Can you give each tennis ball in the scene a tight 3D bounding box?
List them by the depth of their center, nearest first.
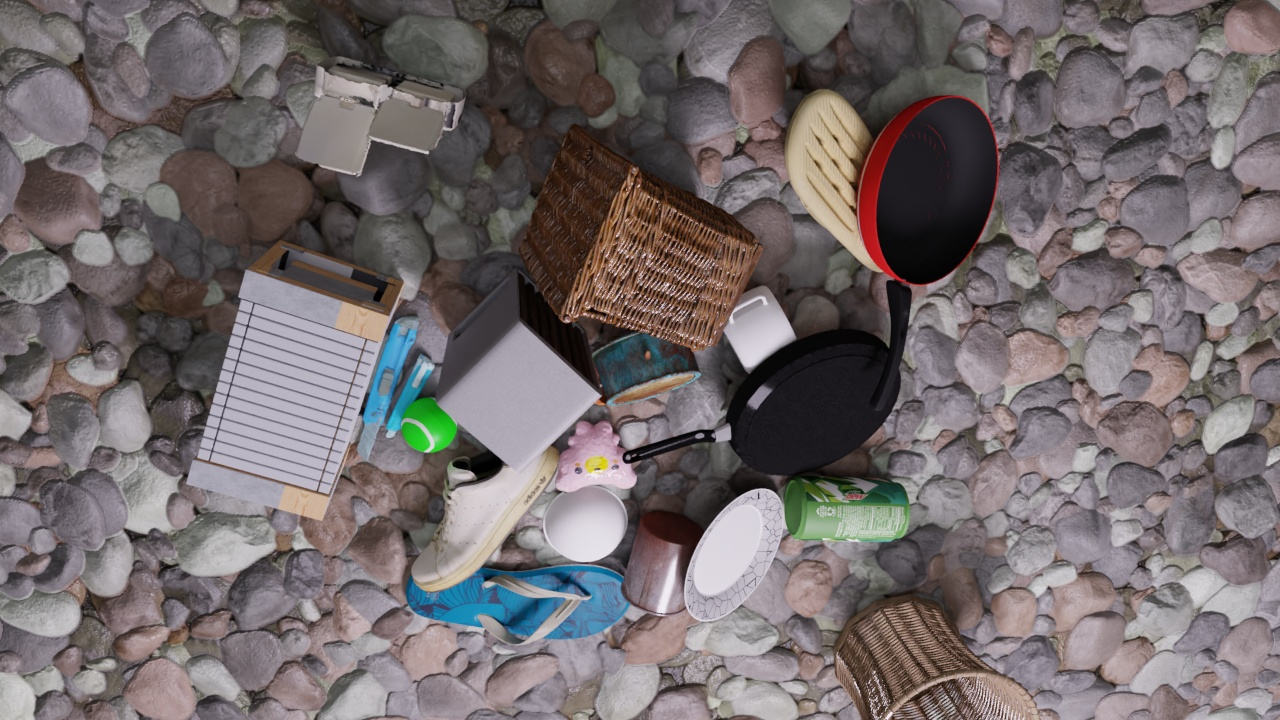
[{"bbox_3d":[-0.251,0.076,1.090,0.065,0.065,0.065,-2,110,-7],"label":"tennis ball"}]

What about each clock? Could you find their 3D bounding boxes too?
[{"bbox_3d":[-0.007,0.007,1.072,0.121,0.158,0.073,-8,75,-42],"label":"clock"}]

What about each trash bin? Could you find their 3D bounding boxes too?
[{"bbox_3d":[-0.132,0.001,0.992,0.114,0.228,0.114,-44,109,8],"label":"trash bin"},{"bbox_3d":[-0.374,0.019,1.011,0.142,0.142,0.247,19,106,-14],"label":"trash bin"}]

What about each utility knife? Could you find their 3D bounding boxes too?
[{"bbox_3d":[-0.305,0.033,1.095,0.031,0.015,0.196,19,107,-9],"label":"utility knife"},{"bbox_3d":[-0.281,0.046,1.103,0.022,0.015,0.118,30,106,-10],"label":"utility knife"}]

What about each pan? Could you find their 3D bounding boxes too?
[{"bbox_3d":[0.304,-0.120,1.042,0.208,0.067,0.356,9,101,-39],"label":"pan"},{"bbox_3d":[0.151,0.076,1.108,0.356,0.034,0.226,-16,135,-9],"label":"pan"}]

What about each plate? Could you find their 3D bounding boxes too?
[{"bbox_3d":[0.117,0.248,1.182,0.188,0.016,0.189,-24,127,-37],"label":"plate"}]

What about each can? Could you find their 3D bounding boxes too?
[{"bbox_3d":[0.267,0.193,1.192,0.144,0.083,0.083,3,109,-9],"label":"can"}]

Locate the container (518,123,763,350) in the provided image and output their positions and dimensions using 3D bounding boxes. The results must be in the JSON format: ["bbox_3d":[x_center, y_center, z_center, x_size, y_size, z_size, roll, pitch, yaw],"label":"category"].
[{"bbox_3d":[-0.002,-0.124,0.969,0.183,0.250,0.162,19,106,-24],"label":"container"}]

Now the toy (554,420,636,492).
[{"bbox_3d":[-0.055,0.120,1.141,0.102,0.050,0.093,0,104,-11],"label":"toy"}]

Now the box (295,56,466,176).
[{"bbox_3d":[-0.258,-0.250,0.918,0.145,0.185,0.066,14,132,-7],"label":"box"}]

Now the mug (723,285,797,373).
[{"bbox_3d":[0.135,-0.040,1.079,0.068,0.094,0.115,-28,148,4],"label":"mug"}]

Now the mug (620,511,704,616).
[{"bbox_3d":[0.042,0.260,1.191,0.122,0.096,0.110,0,117,-41],"label":"mug"}]

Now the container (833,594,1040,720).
[{"bbox_3d":[0.382,0.453,1.240,0.227,0.196,0.227,-2,110,-7],"label":"container"}]

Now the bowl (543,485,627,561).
[{"bbox_3d":[-0.069,0.218,1.178,0.110,0.040,0.110,-2,110,-7],"label":"bowl"}]

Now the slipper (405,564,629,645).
[{"bbox_3d":[-0.157,0.321,1.195,0.294,0.060,0.118,7,111,-10],"label":"slipper"}]

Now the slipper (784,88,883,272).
[{"bbox_3d":[0.226,-0.196,1.049,0.261,0.079,0.111,41,78,-38],"label":"slipper"}]

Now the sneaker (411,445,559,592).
[{"bbox_3d":[-0.210,0.176,1.115,0.241,0.089,0.102,-47,116,3],"label":"sneaker"}]
